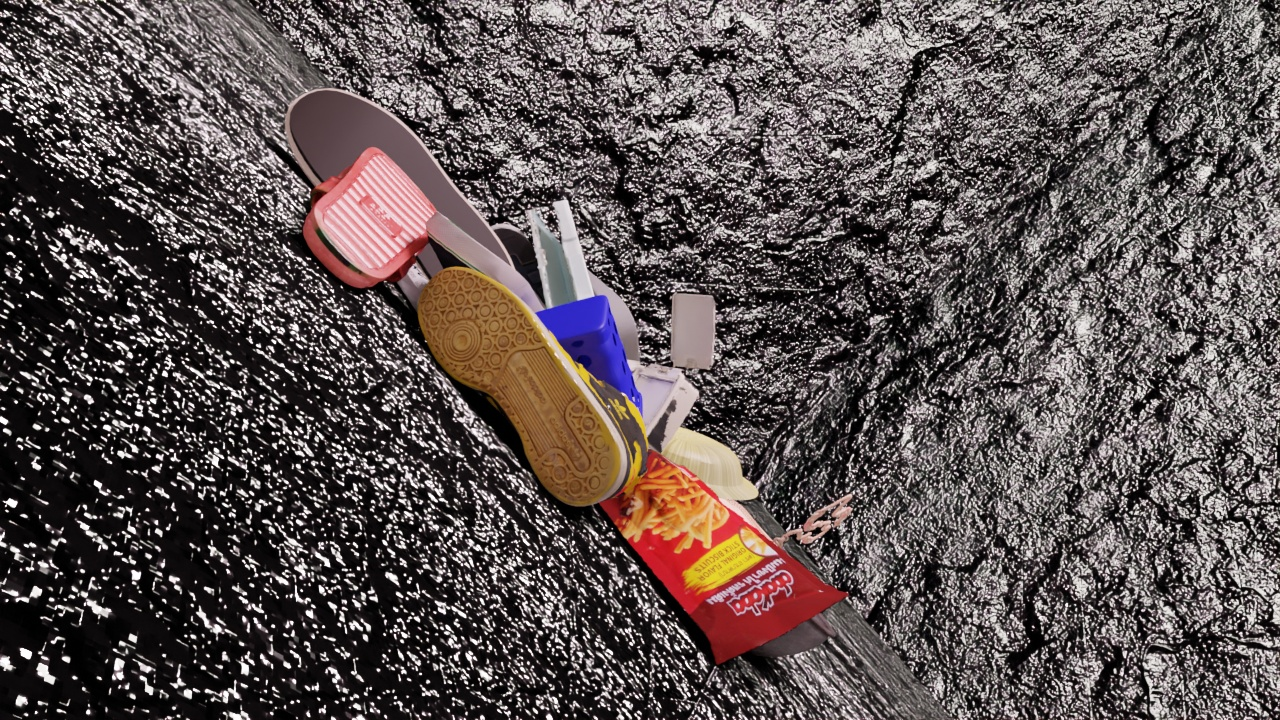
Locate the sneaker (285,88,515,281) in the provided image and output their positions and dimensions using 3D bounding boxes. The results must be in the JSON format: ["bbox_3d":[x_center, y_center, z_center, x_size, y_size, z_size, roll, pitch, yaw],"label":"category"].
[{"bbox_3d":[-0.256,-0.160,0.989,0.294,0.111,0.117,44,-20,-13],"label":"sneaker"}]

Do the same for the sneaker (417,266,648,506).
[{"bbox_3d":[-0.080,0.021,0.762,0.238,0.086,0.122,50,9,20],"label":"sneaker"}]

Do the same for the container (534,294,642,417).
[{"bbox_3d":[-0.054,0.012,0.845,0.084,0.085,0.114,-91,165,-63],"label":"container"}]

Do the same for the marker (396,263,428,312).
[{"bbox_3d":[-0.222,-0.081,0.876,0.126,0.025,0.025,47,2,43],"label":"marker"}]

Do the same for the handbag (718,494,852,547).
[{"bbox_3d":[0.157,0.181,1.126,0.116,0.187,0.198,54,9,21],"label":"handbag"}]

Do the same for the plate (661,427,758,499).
[{"bbox_3d":[0.045,0.098,0.997,0.184,0.036,0.184,17,7,-2],"label":"plate"}]

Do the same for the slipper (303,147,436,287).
[{"bbox_3d":[-0.236,-0.114,0.788,0.103,0.059,0.248,46,17,-20],"label":"slipper"}]

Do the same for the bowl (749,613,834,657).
[{"bbox_3d":[0.107,0.224,0.861,0.145,0.067,0.145,46,1,-2],"label":"bowl"}]

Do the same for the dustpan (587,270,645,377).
[{"bbox_3d":[-0.025,0.002,1.099,0.257,0.033,0.163,-124,-154,-56],"label":"dustpan"}]

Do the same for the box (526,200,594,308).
[{"bbox_3d":[-0.079,-0.099,1.032,0.086,0.073,0.198,34,26,-39],"label":"box"}]

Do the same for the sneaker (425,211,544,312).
[{"bbox_3d":[-0.149,-0.053,0.857,0.084,0.079,0.235,39,-9,23],"label":"sneaker"}]

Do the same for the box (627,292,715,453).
[{"bbox_3d":[-0.005,0.004,0.958,0.144,0.181,0.081,10,-30,48],"label":"box"}]

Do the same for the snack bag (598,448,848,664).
[{"bbox_3d":[0.055,0.160,0.780,0.138,0.067,0.208,-9,39,-37],"label":"snack bag"}]

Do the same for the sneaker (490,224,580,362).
[{"bbox_3d":[-0.130,-0.074,1.134,0.240,0.089,0.124,66,-4,-30],"label":"sneaker"}]
